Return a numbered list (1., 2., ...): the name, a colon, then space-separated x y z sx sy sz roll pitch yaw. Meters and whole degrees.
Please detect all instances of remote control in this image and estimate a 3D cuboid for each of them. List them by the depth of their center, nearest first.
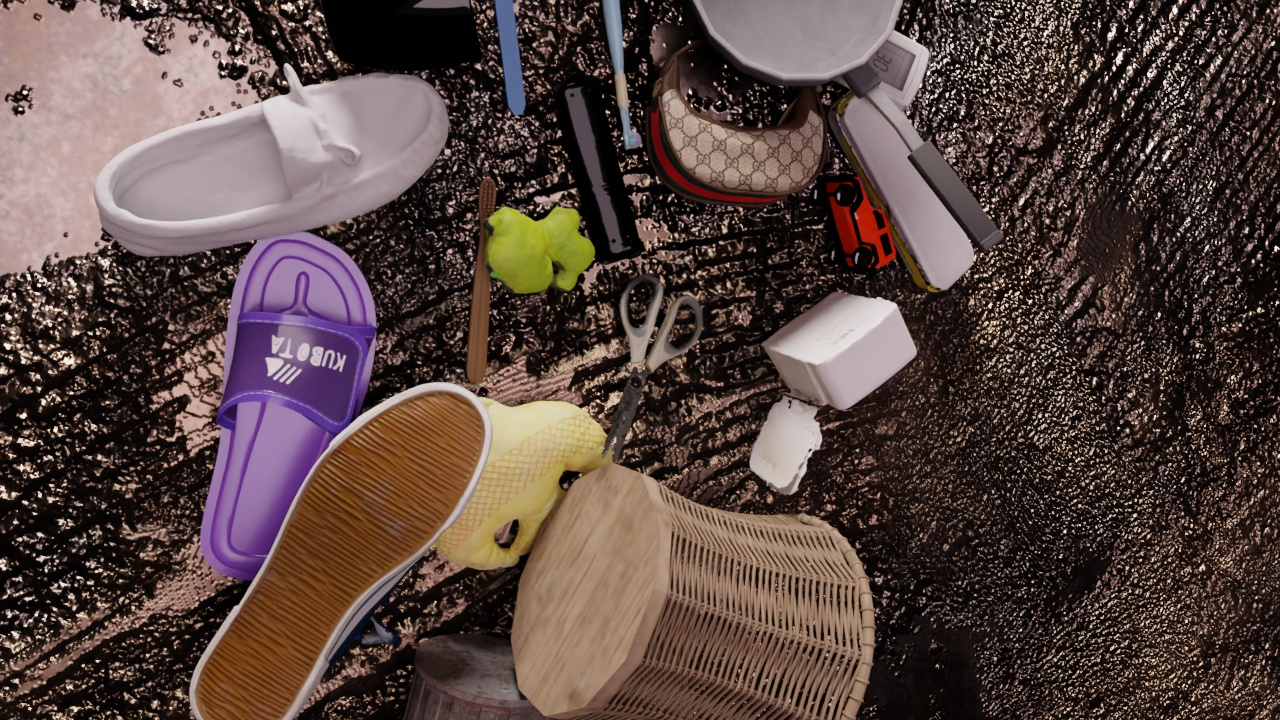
1. remote control: -0.034 -0.155 0.757 0.041 0.020 0.152 -20 105 -18
2. remote control: 0.182 -0.270 0.796 0.138 0.025 0.060 25 81 -8

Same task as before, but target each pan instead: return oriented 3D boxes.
1. pan: 0.177 -0.234 0.751 0.178 0.041 0.357 -36 87 -9

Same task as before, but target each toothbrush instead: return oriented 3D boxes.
1. toothbrush: -0.107 -0.277 0.714 0.016 0.014 0.167 -11 107 -19
2. toothbrush: -0.128 -0.063 0.740 0.016 0.016 0.167 2 99 -21
3. toothbrush: -0.018 -0.251 0.748 0.022 0.016 0.155 -25 111 -49

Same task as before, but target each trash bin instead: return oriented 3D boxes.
1. trash bin: -0.145 0.348 0.746 0.130 0.131 0.211 12 93 -22

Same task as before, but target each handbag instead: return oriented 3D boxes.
1. handbag: 0.088 -0.203 0.776 0.166 0.063 0.138 1 89 -19

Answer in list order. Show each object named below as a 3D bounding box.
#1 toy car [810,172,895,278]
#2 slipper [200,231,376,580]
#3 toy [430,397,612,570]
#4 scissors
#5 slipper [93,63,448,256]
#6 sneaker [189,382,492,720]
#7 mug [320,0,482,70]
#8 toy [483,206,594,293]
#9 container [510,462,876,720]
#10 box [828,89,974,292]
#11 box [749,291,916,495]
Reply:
1. toy car: 0.195 -0.124 0.832 0.048 0.051 0.100 -24 108 -12
2. slipper: -0.259 0.041 0.672 0.107 0.084 0.266 12 95 -22
3. toy: -0.106 0.097 0.754 0.170 0.064 0.155 -35 124 -7
4. scissors: 0.011 0.009 0.783 0.131 0.013 0.169 -5 83 -27
5. slipper: -0.254 -0.144 0.644 0.246 0.075 0.112 -22 102 -16
6. sneaker: -0.209 0.145 0.696 0.120 0.127 0.294 36 88 -2
7. mug: -0.175 -0.265 0.660 0.100 0.085 0.118 -12 74 -6
8. toy: -0.083 -0.089 0.738 0.093 0.036 0.094 -43 123 -23
9. container: 0.032 0.202 0.722 0.196 0.227 0.227 26 90 -29
10. box: 0.244 -0.160 0.856 0.064 0.033 0.209 -40 111 -14
11. box: 0.150 0.019 0.811 0.083 0.110 0.190 41 86 -21
